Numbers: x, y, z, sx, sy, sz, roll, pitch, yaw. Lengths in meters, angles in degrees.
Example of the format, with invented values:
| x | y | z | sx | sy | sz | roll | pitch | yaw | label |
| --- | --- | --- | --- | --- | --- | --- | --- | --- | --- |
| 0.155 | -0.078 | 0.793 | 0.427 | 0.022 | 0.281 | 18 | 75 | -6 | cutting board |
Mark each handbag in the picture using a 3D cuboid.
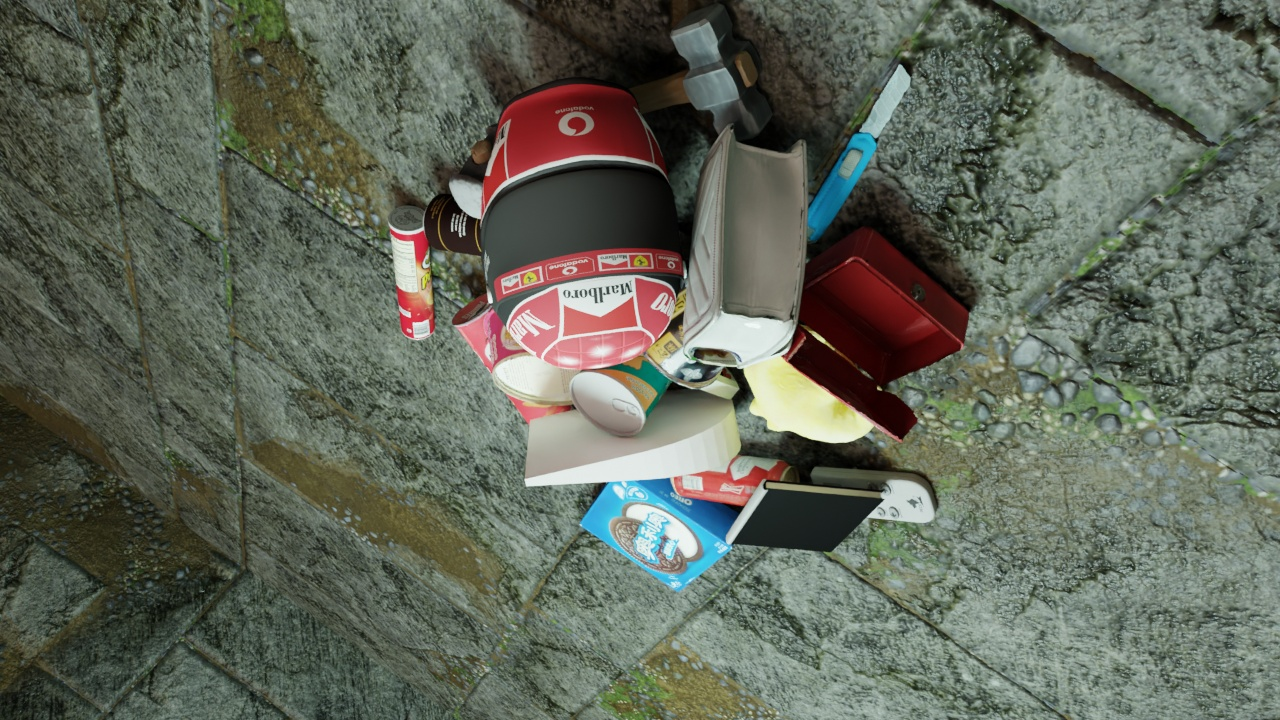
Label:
| x | y | z | sx | sy | sz | roll | pitch | yaw | label |
| --- | --- | --- | --- | --- | --- | --- | --- | --- | --- |
| 0.097 | -0.101 | 0.862 | 0.096 | 0.198 | 0.142 | 7 | 166 | -10 | handbag |

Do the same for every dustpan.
| x | y | z | sx | sy | sz | roll | pitch | yaw | label |
| --- | --- | --- | --- | --- | --- | --- | --- | --- | --- |
| -0.008 | 0.102 | 1.136 | 0.258 | 0.191 | 0.053 | -13 | 108 | -1 | dustpan |

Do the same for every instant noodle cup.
| x | y | z | sx | sy | sz | roll | pitch | yaw | label |
| --- | --- | --- | --- | --- | --- | --- | --- | --- | --- |
| -0.116 | -0.004 | 1.172 | 0.178 | 0.077 | 0.179 | 3 | 151 | 1 | instant noodle cup |
| 0.072 | -0.056 | 1.005 | 0.137 | 0.136 | 0.113 | 43 | 132 | -8 | instant noodle cup |

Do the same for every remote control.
| x | y | z | sx | sy | sz | roll | pitch | yaw | label |
| --- | --- | --- | --- | --- | --- | --- | --- | --- | --- |
| 0.069 | 0.009 | 1.079 | 0.024 | 0.143 | 0.049 | -45 | 56 | 18 | remote control |
| 0.291 | 0.170 | 1.150 | 0.151 | 0.019 | 0.074 | 0 | 129 | 37 | remote control |

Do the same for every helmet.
| x | y | z | sx | sy | sz | roll | pitch | yaw | label |
| --- | --- | --- | --- | --- | --- | --- | --- | --- | --- |
| -0.056 | -0.106 | 0.892 | 0.197 | 0.224 | 0.271 | -8 | 168 | -7 | helmet |

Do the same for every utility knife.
| x | y | z | sx | sy | sz | roll | pitch | yaw | label |
| --- | --- | --- | --- | --- | --- | --- | --- | --- | --- |
| 0.196 | -0.185 | 0.867 | 0.031 | 0.015 | 0.226 | 28 | 140 | 3 | utility knife |

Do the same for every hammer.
| x | y | z | sx | sy | sz | roll | pitch | yaw | label |
| --- | --- | --- | --- | --- | --- | --- | --- | --- | --- |
| -0.023 | -0.258 | 0.932 | 0.324 | 0.051 | 0.117 | -2 | 131 | 42 | hammer |
| -0.131 | -0.133 | 1.097 | 0.052 | 0.097 | 0.329 | 16 | 151 | 26 | hammer |

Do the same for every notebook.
| x | y | z | sx | sy | sz | roll | pitch | yaw | label |
| --- | --- | --- | --- | --- | --- | --- | --- | --- | --- |
| 0.204 | 0.203 | 1.175 | 0.149 | 0.016 | 0.207 | 6 | 150 | -5 | notebook |

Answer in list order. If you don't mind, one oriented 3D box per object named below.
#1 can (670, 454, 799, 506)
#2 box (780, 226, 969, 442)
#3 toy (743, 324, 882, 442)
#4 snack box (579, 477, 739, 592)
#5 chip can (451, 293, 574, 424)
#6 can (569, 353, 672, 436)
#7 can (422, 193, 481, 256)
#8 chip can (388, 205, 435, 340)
| x | y | z | sx | sy | sz | roll | pitch | yaw | label |
| --- | --- | --- | --- | --- | --- | --- | --- | --- | --- |
| 0.124 | 0.159 | 1.226 | 0.170 | 0.067 | 0.067 | 4 | 132 | 35 | can |
| 0.225 | -0.037 | 0.917 | 0.157 | 0.156 | 0.147 | 34 | -174 | -17 | box |
| 0.188 | 0.032 | 1.053 | 0.170 | 0.064 | 0.155 | 43 | 135 | -8 | toy |
| 0.026 | 0.243 | 1.382 | 0.195 | 0.056 | 0.239 | 34 | 146 | 2 | snack box |
| -0.171 | 0.017 | 1.301 | 0.073 | 0.073 | 0.233 | -8 | 125 | 41 | chip can |
| -0.007 | 0.006 | 1.107 | 0.099 | 0.143 | 0.099 | 21 | 139 | 19 | can |
| -0.202 | -0.166 | 1.136 | 0.129 | 0.071 | 0.072 | 11 | 135 | 28 | can |
| -0.319 | -0.118 | 1.290 | 0.052 | 0.051 | 0.215 | 26 | 141 | 13 | chip can |
